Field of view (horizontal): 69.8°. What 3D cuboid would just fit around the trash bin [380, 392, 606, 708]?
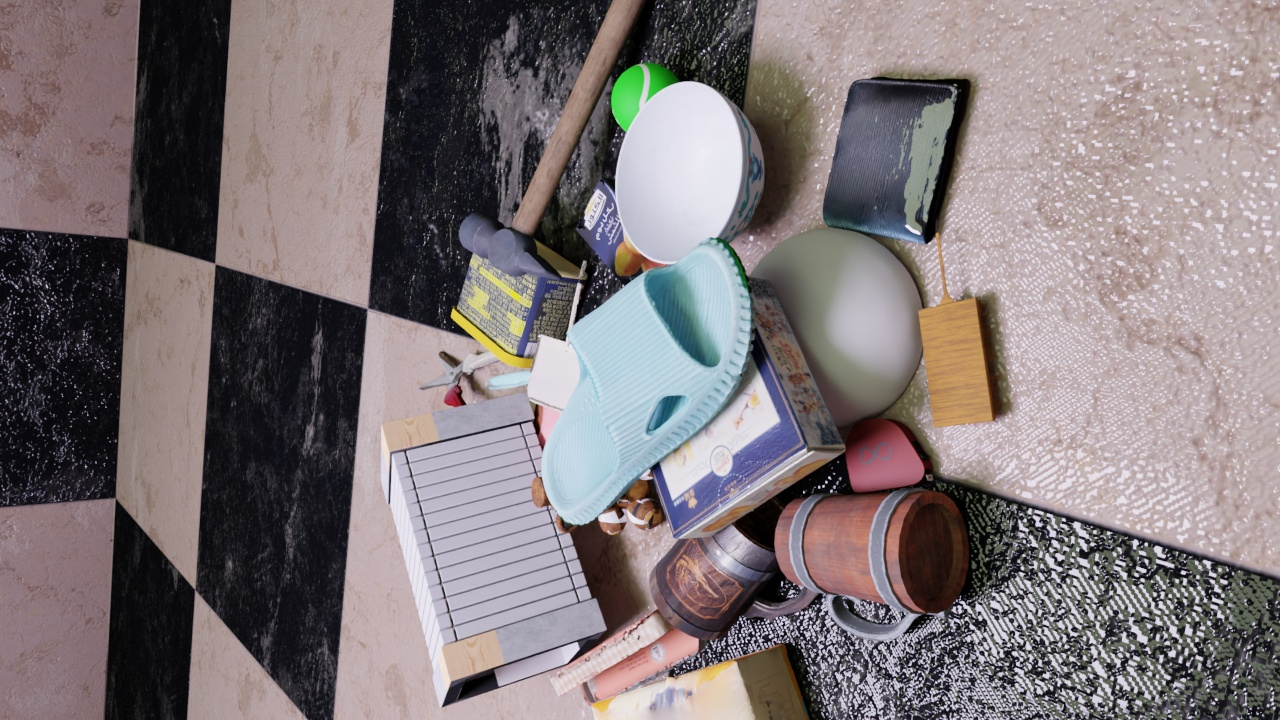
[{"bbox_3d":[-0.154,0.183,0.901,0.143,0.142,0.246,117,136,-58],"label":"trash bin"}]

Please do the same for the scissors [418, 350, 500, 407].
[{"bbox_3d":[-0.195,0.020,1.053,0.180,0.015,0.198,-41,37,19],"label":"scissors"}]

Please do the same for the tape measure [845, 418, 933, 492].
[{"bbox_3d":[0.178,0.067,0.661,0.059,0.019,0.051,-17,75,40],"label":"tape measure"}]

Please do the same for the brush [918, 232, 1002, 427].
[{"bbox_3d":[0.214,-0.019,0.622,0.048,0.017,0.126,-13,80,47],"label":"brush"}]

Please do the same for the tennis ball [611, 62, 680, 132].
[{"bbox_3d":[0.007,-0.230,0.816,0.065,0.065,0.065,-1,89,48],"label":"tennis ball"}]

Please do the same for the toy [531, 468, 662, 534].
[{"bbox_3d":[-0.040,0.117,0.837,0.067,0.112,0.087,3,92,59],"label":"toy"}]

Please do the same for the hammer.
[{"bbox_3d":[-0.061,-0.229,0.865,0.129,0.040,0.322,31,98,38],"label":"hammer"}]

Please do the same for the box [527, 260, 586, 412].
[{"bbox_3d":[-0.005,0.005,0.781,0.180,0.080,0.144,21,106,21],"label":"box"}]

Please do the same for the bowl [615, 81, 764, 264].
[{"bbox_3d":[0.054,-0.149,0.757,0.144,0.074,0.144,-1,89,48],"label":"bowl"}]

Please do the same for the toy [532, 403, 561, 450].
[{"bbox_3d":[-0.066,0.061,0.904,0.110,0.051,0.090,31,109,48],"label":"toy"}]

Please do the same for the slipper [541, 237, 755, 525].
[{"bbox_3d":[-0.014,0.026,0.673,0.277,0.069,0.116,-51,53,35],"label":"slipper"}]

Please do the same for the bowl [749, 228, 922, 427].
[{"bbox_3d":[0.128,-0.023,0.674,0.150,0.043,0.149,4,96,35],"label":"bowl"}]

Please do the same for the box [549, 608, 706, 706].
[{"bbox_3d":[-0.016,0.280,0.850,0.067,0.056,0.188,45,130,-1],"label":"box"}]

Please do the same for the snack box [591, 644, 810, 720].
[{"bbox_3d":[0.050,0.331,0.754,0.196,0.080,0.145,-35,65,42],"label":"snack box"}]

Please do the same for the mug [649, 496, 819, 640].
[{"bbox_3d":[0.081,0.170,0.735,0.116,0.079,0.107,38,120,9],"label":"mug"}]

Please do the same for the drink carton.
[{"bbox_3d":[-0.005,-0.110,0.847,0.130,0.040,0.064,50,124,35],"label":"drink carton"}]

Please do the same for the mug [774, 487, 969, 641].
[{"bbox_3d":[0.164,0.146,0.643,0.111,0.081,0.117,-8,108,51],"label":"mug"}]

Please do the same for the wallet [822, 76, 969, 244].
[{"bbox_3d":[0.179,-0.146,0.655,0.089,0.026,0.115,19,104,45],"label":"wallet"}]

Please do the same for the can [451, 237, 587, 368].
[{"bbox_3d":[-0.127,-0.067,0.958,0.135,0.075,0.104,36,113,42],"label":"can"}]

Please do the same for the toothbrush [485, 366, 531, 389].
[{"bbox_3d":[-0.076,0.008,0.893,0.181,0.016,0.016,-12,66,25],"label":"toothbrush"}]

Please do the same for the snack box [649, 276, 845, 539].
[{"bbox_3d":[0.059,0.036,0.671,0.145,0.042,0.145,-42,56,38],"label":"snack box"}]
